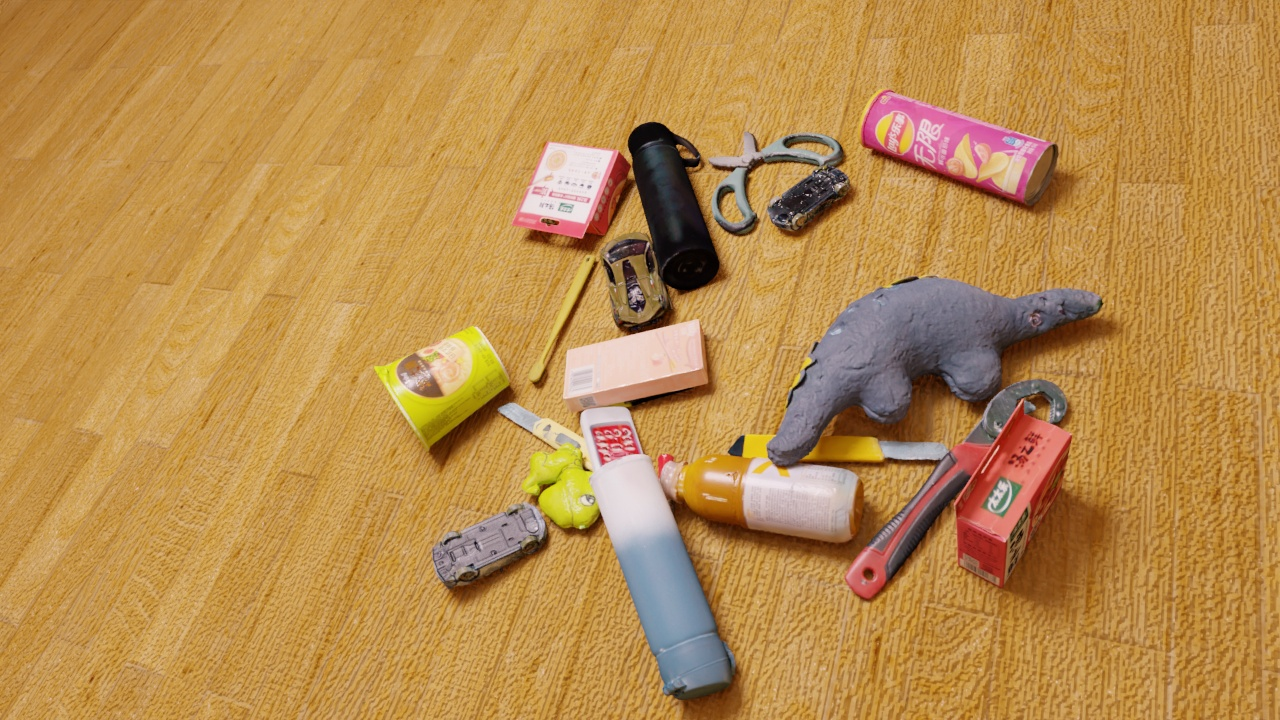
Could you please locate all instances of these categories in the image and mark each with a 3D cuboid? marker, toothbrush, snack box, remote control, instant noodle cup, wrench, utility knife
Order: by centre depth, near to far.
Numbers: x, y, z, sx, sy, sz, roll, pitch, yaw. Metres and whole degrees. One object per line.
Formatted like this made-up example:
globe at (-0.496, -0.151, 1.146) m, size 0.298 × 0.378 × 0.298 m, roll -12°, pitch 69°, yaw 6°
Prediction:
snack box at (0.310, 0.113, 0.764) m, size 0.044 × 0.127 × 0.113 m, roll 28°, pitch 70°, yaw 33°
wrench at (0.285, 0.111, 0.837) m, size 0.273 × 0.016 × 0.056 m, roll -42°, pitch 75°, yaw -9°
utility knife at (0.191, 0.089, 0.894) m, size 0.216 × 0.015 × 0.033 m, roll 0°, pitch 57°, yaw 20°
marker at (0.026, 0.159, 0.906) m, size 0.017 × 0.017 × 0.145 m, roll -10°, pitch 54°, yaw 13°
remote control at (-0.024, 0.101, 0.945) m, size 0.055 × 0.020 × 0.135 m, roll -5°, pitch 46°, yaw -15°
utility knife at (-0.081, 0.091, 0.997) m, size 0.205 × 0.021 × 0.030 m, roll 25°, pitch 63°, yaw 36°
marker at (0.001, 0.040, 1.001) m, size 0.124 × 0.015 × 0.018 m, roll -15°, pitch 40°, yaw 6°
snack box at (-0.006, 0.006, 1.007) m, size 0.157 × 0.026 × 0.084 m, roll -12°, pitch 40°, yaw 11°
instant noodle cup at (-0.219, 0.023, 1.040) m, size 0.123 × 0.112 × 0.111 m, roll -33°, pitch 52°, yaw -14°
toothbrush at (-0.091, -0.050, 1.096) m, size 0.016 × 0.016 × 0.189 m, roll 7°, pitch 58°, yaw 25°
snack box at (-0.088, -0.212, 1.179) m, size 0.113 × 0.044 × 0.127 m, roll 15°, pitch 77°, yaw 28°

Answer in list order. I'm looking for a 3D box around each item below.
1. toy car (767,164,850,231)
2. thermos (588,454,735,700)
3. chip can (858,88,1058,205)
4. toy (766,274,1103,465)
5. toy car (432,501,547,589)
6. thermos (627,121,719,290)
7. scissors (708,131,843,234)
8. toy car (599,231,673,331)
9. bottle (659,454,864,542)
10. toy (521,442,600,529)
toy car at (0.197, -0.188, 1.074) m, size 0.105 × 0.031 × 0.049 m, roll -36°, pitch 51°, yaw -8°
thermos at (0.019, 0.195, 0.832) m, size 0.070 × 0.070 × 0.220 m, roll -24°, pitch 66°, yaw 3°
chip can at (0.352, -0.241, 1.030) m, size 0.211 × 0.071 × 0.071 m, roll 32°, pitch 72°, yaw 34°
toy at (0.263, -0.013, 0.884) m, size 0.356 × 0.091 × 0.137 m, roll -22°, pitch 51°, yaw -5°
toy car at (-0.153, 0.190, 0.939) m, size 0.120 × 0.037 × 0.054 m, roll -25°, pitch 50°, yaw -11°
thermos at (0.046, -0.197, 1.117) m, size 0.090 × 0.069 × 0.242 m, roll -8°, pitch 52°, yaw -6°
scissors at (0.157, -0.221, 1.122) m, size 0.171 × 0.019 × 0.169 m, roll 4°, pitch 60°, yaw 21°
toy car at (-0.009, -0.098, 1.084) m, size 0.070 × 0.042 × 0.158 m, roll -20°, pitch 50°, yaw 5°
bottle at (0.111, 0.125, 0.865) m, size 0.190 × 0.068 × 0.067 m, roll 5°, pitch 59°, yaw 23°
toy at (-0.076, 0.133, 0.950) m, size 0.097 × 0.031 × 0.100 m, roll -17°, pitch 58°, yaw 7°
